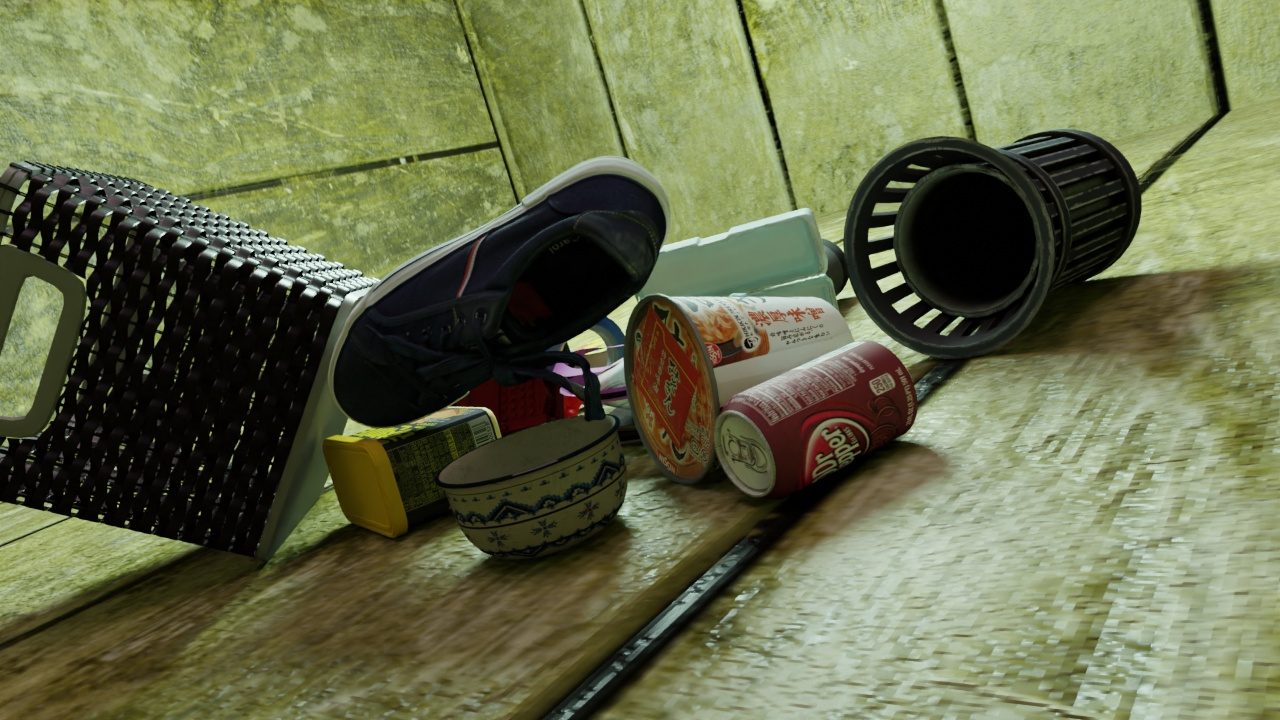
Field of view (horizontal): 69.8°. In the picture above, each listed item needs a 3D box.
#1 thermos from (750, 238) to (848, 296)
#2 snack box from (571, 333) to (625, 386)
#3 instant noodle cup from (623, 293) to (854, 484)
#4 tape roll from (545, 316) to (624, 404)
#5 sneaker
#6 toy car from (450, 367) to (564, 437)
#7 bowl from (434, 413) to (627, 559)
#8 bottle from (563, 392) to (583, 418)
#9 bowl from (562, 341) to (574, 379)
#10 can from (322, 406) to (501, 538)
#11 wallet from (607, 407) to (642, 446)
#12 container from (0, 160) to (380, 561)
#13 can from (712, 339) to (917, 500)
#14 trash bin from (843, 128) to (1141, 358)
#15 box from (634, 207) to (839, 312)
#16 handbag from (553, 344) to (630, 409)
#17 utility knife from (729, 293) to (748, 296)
[{"bbox_3d":[0.172,-0.081,1.034,0.082,0.082,0.239,-12,10,26],"label":"thermos"},{"bbox_3d":[-0.025,-0.001,1.044,0.126,0.040,0.088,-9,12,40],"label":"snack box"},{"bbox_3d":[0.070,0.009,0.612,0.121,0.123,0.124,-11,6,-25],"label":"instant noodle cup"},{"bbox_3d":[-0.056,-0.002,0.936,0.091,0.093,0.016,-15,8,-24],"label":"tape roll"},{"bbox_3d":[-0.105,-0.011,0.602,0.295,0.120,0.127,-29,30,27],"label":"sneaker"},{"bbox_3d":[-0.157,0.048,0.843,0.170,0.070,0.062,-14,-27,19],"label":"toy car"},{"bbox_3d":[-0.060,0.080,0.558,0.115,0.059,0.115,-16,9,3],"label":"bowl"},{"bbox_3d":[-0.113,0.047,0.908,0.142,0.042,0.041,-9,12,45],"label":"bottle"},{"bbox_3d":[-0.110,0.011,1.010,0.124,0.124,0.052,-10,-22,38],"label":"bowl"},{"bbox_3d":[-0.178,0.082,0.727,0.100,0.072,0.131,-20,9,-33],"label":"can"},{"bbox_3d":[0.026,0.040,0.749,0.120,0.031,0.099,-9,15,34],"label":"wallet"},{"bbox_3d":[-0.374,0.002,0.766,0.243,0.247,0.245,19,5,-9],"label":"container"},{"bbox_3d":[0.102,0.033,0.532,0.114,0.063,0.063,-22,10,-28],"label":"can"},{"bbox_3d":[0.301,-0.110,0.755,0.226,0.164,0.165,-20,9,-42],"label":"trash bin"},{"bbox_3d":[0.091,-0.065,0.908,0.197,0.136,0.043,-13,16,24],"label":"box"},{"bbox_3d":[-0.004,0.004,0.749,0.170,0.068,0.144,-6,17,44],"label":"handbag"},{"bbox_3d":[0.092,-0.013,0.714,0.022,0.015,0.168,-20,-26,12],"label":"utility knife"}]
